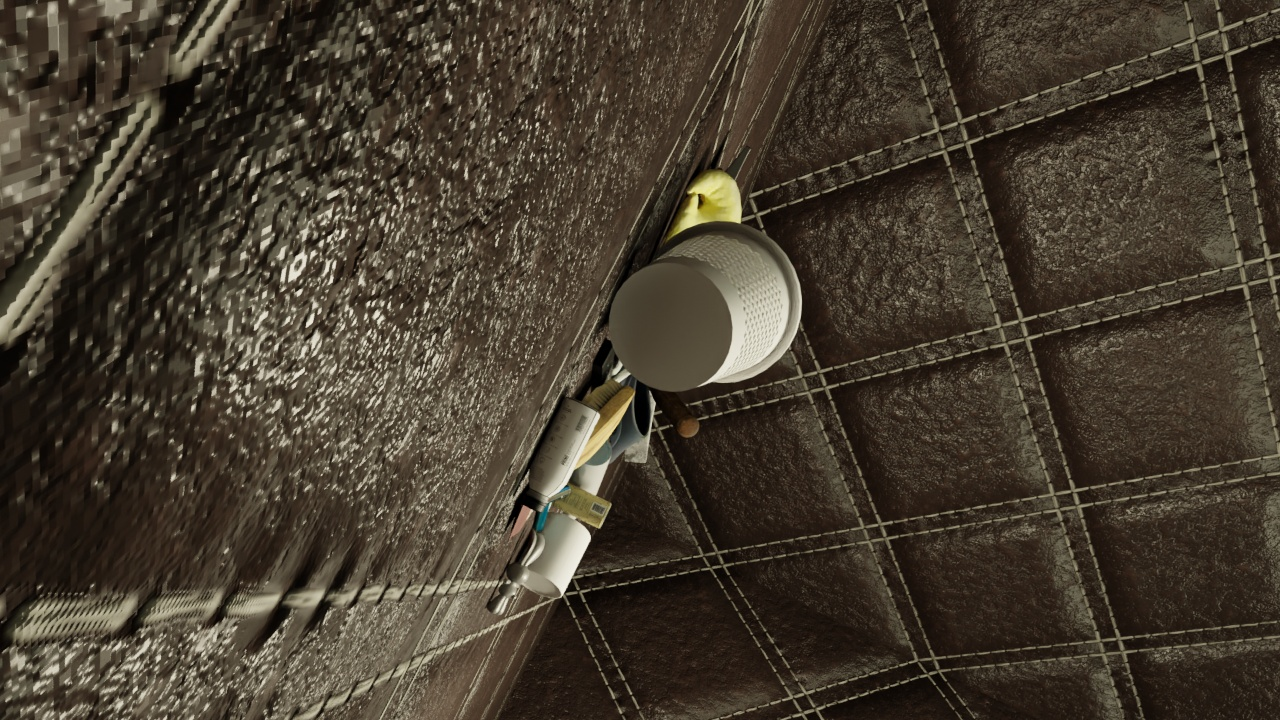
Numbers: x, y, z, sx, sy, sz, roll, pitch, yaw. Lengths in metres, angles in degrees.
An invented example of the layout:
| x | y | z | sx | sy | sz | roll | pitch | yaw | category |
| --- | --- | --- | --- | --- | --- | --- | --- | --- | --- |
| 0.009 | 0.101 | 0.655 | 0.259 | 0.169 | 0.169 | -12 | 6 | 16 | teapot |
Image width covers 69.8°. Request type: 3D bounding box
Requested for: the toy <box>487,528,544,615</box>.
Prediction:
| x | y | z | sx | sy | sz | roll | pitch | yaw | category |
| --- | --- | --- | --- | --- | --- | --- | --- | --- | --- |
| -0.153 | 0.264 | 1.137 | 0.111 | 0.030 | 0.049 | -58 | 160 | -12 | toy |

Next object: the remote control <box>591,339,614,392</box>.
| x | y | z | sx | sy | sz | roll | pitch | yaw | category |
| --- | --- | --- | --- | --- | --- | --- | --- | --- | --- |
| -0.045 | 0.014 | 1.100 | 0.150 | 0.013 | 0.034 | 103 | 13 | -73 | remote control |

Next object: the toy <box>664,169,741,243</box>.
| x | y | z | sx | sy | sz | roll | pitch | yaw | category |
| --- | --- | --- | --- | --- | --- | --- | --- | --- | --- |
| 0.082 | -0.160 | 1.187 | 0.154 | 0.065 | 0.170 | 10 | 103 | -56 | toy |

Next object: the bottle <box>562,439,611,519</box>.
| x | y | z | sx | sy | sz | roll | pitch | yaw | category |
| --- | --- | --- | --- | --- | --- | --- | --- | --- | --- |
| -0.085 | 0.175 | 1.306 | 0.196 | 0.052 | 0.052 | 111 | 6 | -52 | bottle |

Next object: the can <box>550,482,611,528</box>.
| x | y | z | sx | sy | sz | roll | pitch | yaw | category |
| --- | --- | --- | --- | --- | --- | --- | --- | --- | --- |
| -0.083 | 0.195 | 1.251 | 0.038 | 0.079 | 0.038 | 29 | 87 | -86 | can |

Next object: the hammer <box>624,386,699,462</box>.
| x | y | z | sx | sy | sz | roll | pitch | yaw | category |
| --- | --- | --- | --- | --- | --- | --- | --- | --- | --- |
| 0.031 | 0.091 | 1.351 | 0.300 | 0.037 | 0.218 | -128 | -135 | -73 | hammer |

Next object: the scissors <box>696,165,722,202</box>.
| x | y | z | sx | sy | sz | roll | pitch | yaw | category |
| --- | --- | --- | --- | --- | --- | --- | --- | --- | --- |
| 0.087 | -0.235 | 1.288 | 0.165 | 0.012 | 0.158 | -55 | 172 | -42 | scissors |

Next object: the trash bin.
| x | y | z | sx | sy | sz | roll | pitch | yaw | category |
| --- | --- | --- | --- | --- | --- | --- | --- | --- | --- |
| 0.063 | -0.052 | 1.020 | 0.196 | 0.195 | 0.199 | -66 | 166 | 19 | trash bin |

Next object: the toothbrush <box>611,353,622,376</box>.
| x | y | z | sx | sy | sz | roll | pitch | yaw | category |
| --- | --- | --- | --- | --- | --- | --- | --- | --- | --- |
| 0.000 | -0.061 | 1.218 | 0.017 | 0.016 | 0.188 | 76 | 38 | -68 | toothbrush |

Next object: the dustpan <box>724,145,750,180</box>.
| x | y | z | sx | sy | sz | roll | pitch | yaw | category |
| --- | --- | --- | --- | --- | --- | --- | --- | --- | --- |
| 0.084 | -0.179 | 1.310 | 0.256 | 0.033 | 0.164 | -52 | 173 | -40 | dustpan |

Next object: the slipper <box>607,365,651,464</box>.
| x | y | z | sx | sy | sz | roll | pitch | yaw | category |
| --- | --- | --- | --- | --- | --- | --- | --- | --- | --- |
| -0.015 | 0.062 | 1.320 | 0.110 | 0.083 | 0.269 | -62 | 174 | -59 | slipper |

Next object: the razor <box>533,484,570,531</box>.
| x | y | z | sx | sy | sz | roll | pitch | yaw | category |
| --- | --- | --- | --- | --- | --- | --- | --- | --- | --- |
| -0.121 | 0.188 | 1.161 | 0.042 | 0.022 | 0.144 | -21 | 160 | -24 | razor |

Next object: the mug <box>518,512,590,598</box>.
| x | y | z | sx | sy | sz | roll | pitch | yaw | category |
| --- | --- | --- | --- | --- | --- | --- | --- | --- | --- |
| -0.130 | 0.269 | 1.259 | 0.111 | 0.074 | 0.090 | -27 | -152 | 51 | mug |

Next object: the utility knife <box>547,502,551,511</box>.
| x | y | z | sx | sy | sz | roll | pitch | yaw | category |
| --- | --- | --- | --- | --- | --- | --- | --- | --- | --- |
| -0.091 | 0.128 | 1.198 | 0.022 | 0.015 | 0.179 | -33 | 147 | -82 | utility knife |

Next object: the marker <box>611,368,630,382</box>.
| x | y | z | sx | sy | sz | roll | pitch | yaw | category |
| --- | --- | --- | --- | --- | --- | --- | --- | --- | --- |
| -0.007 | 0.007 | 1.218 | 0.151 | 0.011 | 0.011 | -36 | 159 | -35 | marker |

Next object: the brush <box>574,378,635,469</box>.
| x | y | z | sx | sy | sz | roll | pitch | yaw | category |
| --- | --- | --- | --- | --- | --- | --- | --- | --- | --- |
| -0.055 | 0.070 | 1.037 | 0.059 | 0.043 | 0.194 | -62 | 172 | 29 | brush |

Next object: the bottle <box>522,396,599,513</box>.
| x | y | z | sx | sy | sz | roll | pitch | yaw | category |
| --- | --- | --- | --- | --- | --- | --- | --- | --- | --- |
| -0.083 | 0.096 | 0.914 | 0.041 | 0.041 | 0.116 | 92 | 24 | -80 | bottle |

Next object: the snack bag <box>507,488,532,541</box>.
| x | y | z | sx | sy | sz | roll | pitch | yaw | category |
| --- | --- | --- | --- | --- | --- | --- | --- | --- | --- |
| -0.109 | 0.134 | 1.014 | 0.057 | 0.013 | 0.157 | -64 | 177 | 31 | snack bag |
